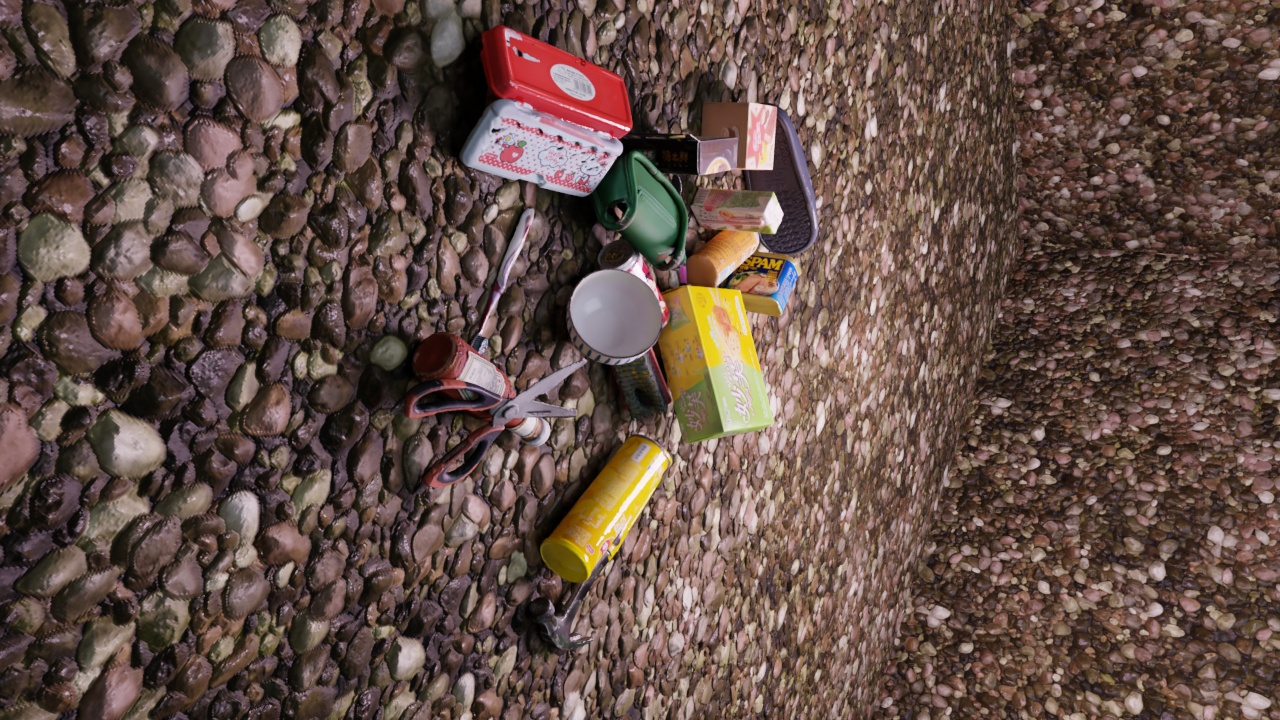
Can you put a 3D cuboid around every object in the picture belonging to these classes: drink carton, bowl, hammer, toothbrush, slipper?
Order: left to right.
[{"bbox_3d":[-0.148,-0.083,0.991,0.016,0.017,0.187,42,64,-55],"label":"toothbrush"},{"bbox_3d":[-0.037,-0.046,1.115,0.116,0.116,0.066,-64,-174,-25],"label":"bowl"},{"bbox_3d":[-0.040,0.249,1.247,0.322,0.032,0.126,-56,141,-35],"label":"hammer"},{"bbox_3d":[0.055,-0.179,1.284,0.017,0.014,0.189,-84,170,-50],"label":"toothbrush"},{"bbox_3d":[0.138,-0.215,1.320,0.045,0.123,0.053,-65,146,-22],"label":"drink carton"},{"bbox_3d":[0.229,-0.294,1.465,0.083,0.111,0.268,-54,137,-41],"label":"slipper"}]

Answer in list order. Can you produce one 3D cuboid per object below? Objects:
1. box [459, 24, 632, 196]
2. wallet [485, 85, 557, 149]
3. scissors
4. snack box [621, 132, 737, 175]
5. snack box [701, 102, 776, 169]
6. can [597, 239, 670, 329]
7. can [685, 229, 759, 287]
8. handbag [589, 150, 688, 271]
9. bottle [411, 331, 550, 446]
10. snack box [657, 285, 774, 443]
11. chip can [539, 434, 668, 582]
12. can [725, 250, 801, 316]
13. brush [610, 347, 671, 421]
[{"bbox_3d":[-0.091,-0.253,0.962,0.200,0.074,0.154,3,102,-52],"label":"box"},{"bbox_3d":[-0.123,-0.276,0.980,0.115,0.020,0.101,0,99,-55],"label":"wallet"},{"bbox_3d":[-0.151,0.054,0.925,0.225,0.015,0.189,-40,142,-5],"label":"scissors"},{"bbox_3d":[0.045,-0.265,1.165,0.125,0.113,0.053,-25,119,-53],"label":"snack box"},{"bbox_3d":[0.143,-0.327,1.342,0.094,0.077,0.093,-16,112,-56],"label":"snack box"},{"bbox_3d":[-0.008,-0.094,1.183,0.053,0.053,0.133,-63,145,-26],"label":"can"},{"bbox_3d":[0.122,-0.158,1.373,0.145,0.058,0.058,-42,132,-46],"label":"can"},{"bbox_3d":[0.003,-0.178,1.108,0.131,0.068,0.120,36,33,-45],"label":"handbag"},{"bbox_3d":[-0.159,0.039,0.968,0.206,0.060,0.059,47,58,-53],"label":"bottle"},{"bbox_3d":[0.102,0.003,1.289,0.157,0.070,0.210,-2,76,-56],"label":"snack box"},{"bbox_3d":[-0.043,0.186,1.187,0.212,0.072,0.072,-50,138,-41],"label":"chip can"},{"bbox_3d":[0.192,-0.122,1.455,0.083,0.102,0.057,-65,146,-21],"label":"can"},{"bbox_3d":[-0.007,0.007,1.213,0.069,0.063,0.146,-92,165,-50],"label":"brush"}]
